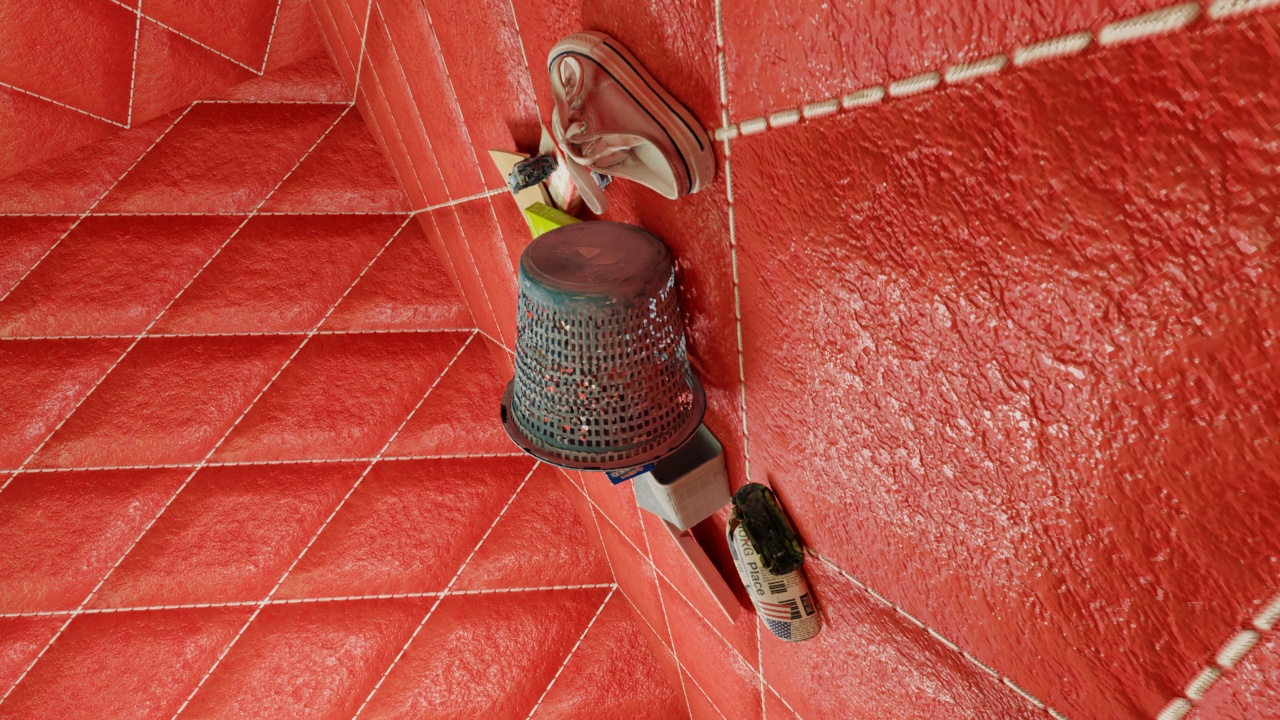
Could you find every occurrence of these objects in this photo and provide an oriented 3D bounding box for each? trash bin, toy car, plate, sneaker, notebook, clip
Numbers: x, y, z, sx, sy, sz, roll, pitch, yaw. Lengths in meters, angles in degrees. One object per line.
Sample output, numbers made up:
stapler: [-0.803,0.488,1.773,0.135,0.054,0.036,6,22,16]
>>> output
trash bin: [-0.042,-0.029,0.956,0.226,0.226,0.195,48,148,47]
toy car: [-0.131,-0.223,1.084,0.031,0.049,0.106,67,167,-5]
toy car: [0.139,0.180,0.992,0.105,0.048,0.032,60,-160,6]
plate: [0.084,0.296,1.392,0.229,0.028,0.229,55,175,7]
sneaker: [-0.033,-0.204,0.782,0.241,0.087,0.118,50,163,39]
notebook: [-0.149,-0.218,1.259,0.149,0.012,0.211,64,168,-23]
clip: [-0.045,-0.198,1.000,0.025,0.035,0.058,65,171,-4]

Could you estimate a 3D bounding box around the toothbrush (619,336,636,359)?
toothbrush: [-0.007,0.007,1.256,0.191,0.018,0.016,66,165,-13]

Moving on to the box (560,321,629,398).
box: [-0.060,0.000,1.312,0.091,0.078,0.168,39,153,59]

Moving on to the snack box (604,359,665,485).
snack box: [-0.007,0.069,1.084,0.057,0.058,0.207,63,-163,-17]

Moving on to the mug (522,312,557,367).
mug: [-0.125,-0.039,1.420,0.082,0.106,0.112,63,166,2]

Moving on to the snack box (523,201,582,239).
snack box: [-0.079,-0.137,1.136,0.156,0.026,0.086,29,147,39]

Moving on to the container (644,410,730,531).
container: [0.055,0.140,1.138,0.090,0.090,0.114,51,166,43]

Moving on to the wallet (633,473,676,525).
wallet: [0.030,0.156,1.272,0.107,0.036,0.130,19,124,40]

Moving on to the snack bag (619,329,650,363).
snack bag: [-0.007,-0.028,1.168,0.045,0.026,0.105,65,169,-26]

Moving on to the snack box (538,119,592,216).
snack box: [-0.094,-0.228,1.104,0.075,0.025,0.153,60,167,4]

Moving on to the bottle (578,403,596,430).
bottle: [-0.034,0.114,1.370,0.195,0.044,0.080,32,157,23]

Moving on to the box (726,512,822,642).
box: [0.158,0.245,1.056,0.087,0.075,0.162,-8,108,45]
